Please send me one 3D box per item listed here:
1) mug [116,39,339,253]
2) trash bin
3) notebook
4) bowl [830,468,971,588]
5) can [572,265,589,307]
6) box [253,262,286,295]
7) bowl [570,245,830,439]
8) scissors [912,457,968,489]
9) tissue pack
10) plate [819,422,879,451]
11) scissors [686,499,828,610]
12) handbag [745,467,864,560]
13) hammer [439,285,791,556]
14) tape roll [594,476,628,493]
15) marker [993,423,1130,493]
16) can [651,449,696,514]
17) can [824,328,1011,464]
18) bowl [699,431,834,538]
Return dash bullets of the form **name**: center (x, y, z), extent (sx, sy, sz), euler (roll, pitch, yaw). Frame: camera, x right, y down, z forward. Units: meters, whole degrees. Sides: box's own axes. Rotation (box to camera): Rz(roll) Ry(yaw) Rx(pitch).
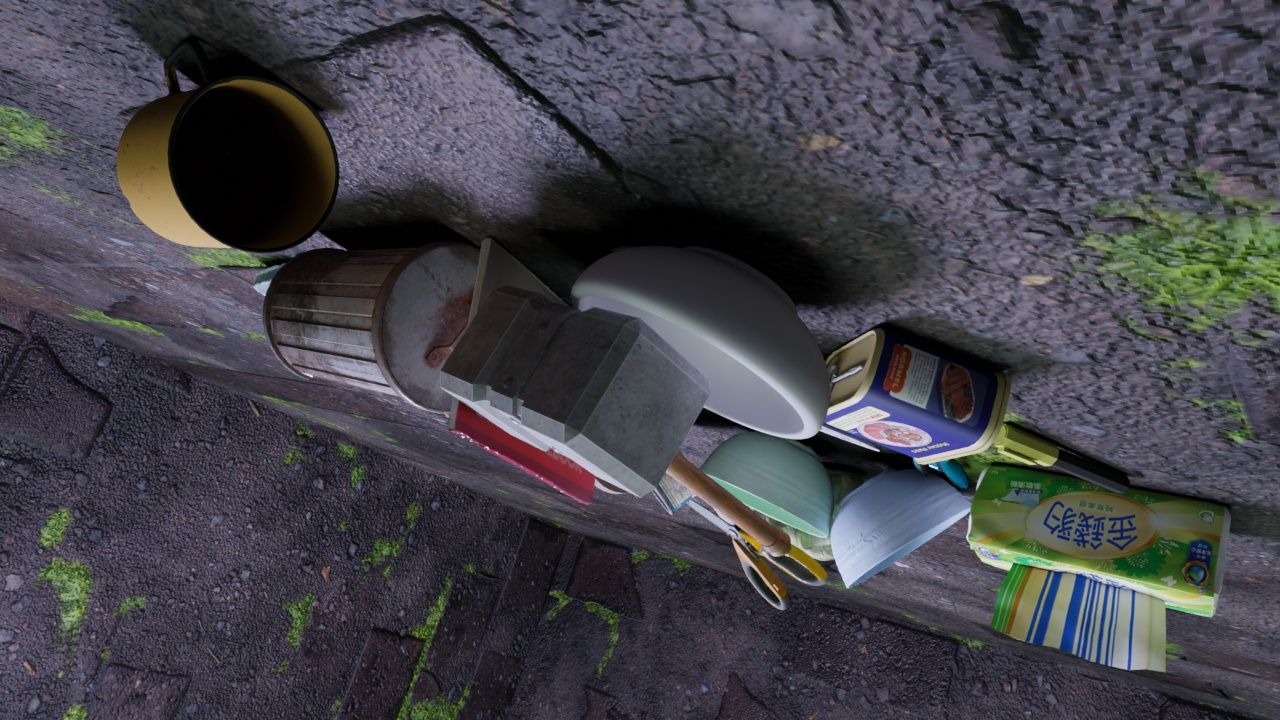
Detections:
- **mug**: center (-0.257, -0.128, 0.557), extent (0.094, 0.100, 0.124), euler (8, 121, 42)
- **trash bin**: center (-0.204, -0.032, 0.754), extent (0.211, 0.130, 0.130), euler (7, 161, 43)
- **notebook**: center (-0.079, 0.018, 0.736), extent (0.012, 0.152, 0.208), euler (-4, 157, 25)
- **bowl**: center (0.249, 0.158, 0.923), extent (0.074, 0.150, 0.150), euler (57, 178, 21)
- **can**: center (-0.007, -0.037, 0.668), extent (0.079, 0.038, 0.038), euler (21, 165, -11)
- **box**: center (-0.287, -0.052, 0.981), extent (0.208, 0.037, 0.189), euler (29, 154, -37)
- **bowl**: center (0.046, -0.022, 0.578), extent (0.176, 0.066, 0.177), euler (30, 168, 6)
- **scissors**: center (0.266, 0.087, 0.821), extent (0.144, 0.019, 0.127), euler (28, 169, -12)
- **tissue pack**: center (0.384, 0.183, 0.788), extent (0.198, 0.141, 0.120), euler (6, 161, 39)
- **plate**: center (0.110, 0.033, 0.763), extent (0.188, 0.016, 0.188), euler (21, 179, 0)
- **scissors**: center (0.126, 0.220, 1.080), extent (0.225, 0.016, 0.217), euler (28, 149, 34)
- **handbag**: center (0.203, 0.185, 1.080), extent (0.116, 0.113, 0.187), euler (18, 167, -28)
- **hammer**: center (0.024, 0.074, 0.656), extent (0.163, 0.082, 0.317), euler (17, 162, 49)
- **tape roll**: center (-0.025, 0.119, 1.144), extent (0.093, 0.093, 0.030), euler (22, 165, -13)
- **marker**: center (0.330, 0.080, 0.717), extent (0.124, 0.021, 0.017), euler (21, 166, -15)
- **can**: center (0.014, 0.104, 1.009), extent (0.130, 0.044, 0.130), euler (54, 174, 8)
- **can**: center (0.181, 0.026, 0.637), extent (0.092, 0.056, 0.116), euler (21, 165, -5)
- **bowl**: center (0.142, 0.122, 0.967), extent (0.151, 0.077, 0.151), euler (27, 170, 5)
